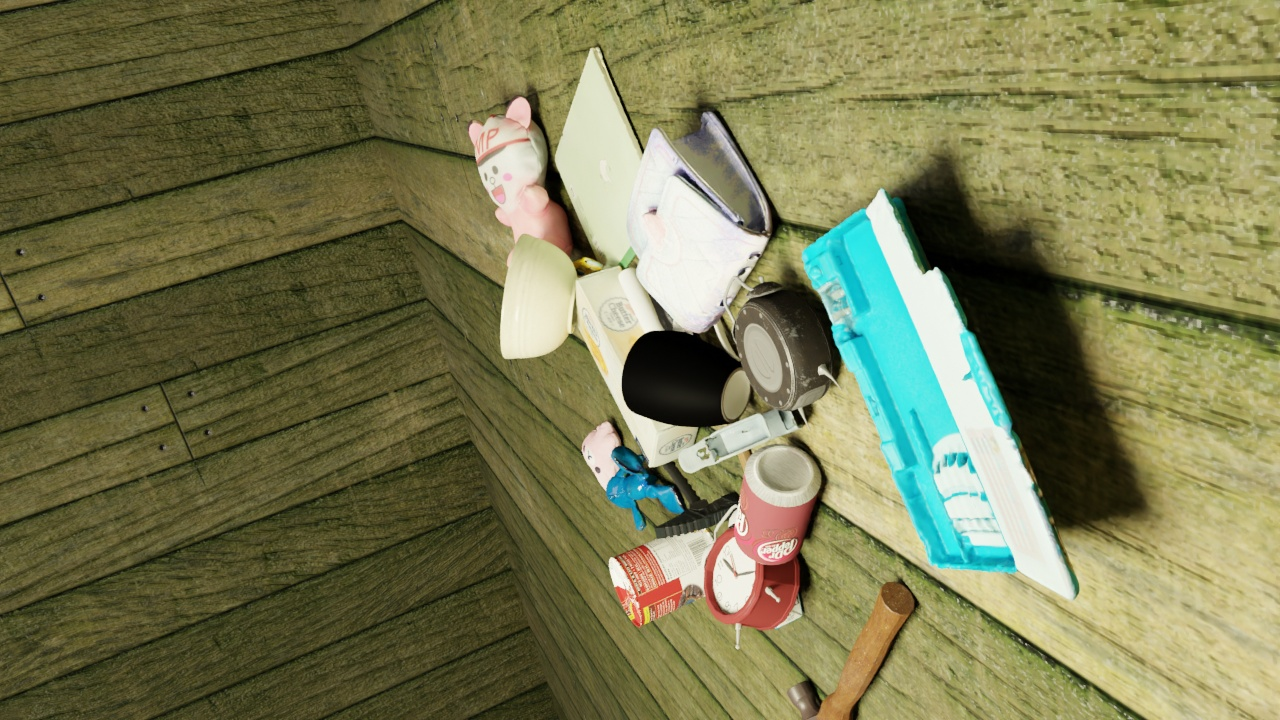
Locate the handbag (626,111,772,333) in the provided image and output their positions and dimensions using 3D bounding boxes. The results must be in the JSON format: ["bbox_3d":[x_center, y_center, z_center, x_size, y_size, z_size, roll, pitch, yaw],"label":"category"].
[{"bbox_3d":[0.044,-0.108,0.761,0.126,0.069,0.159,62,158,18],"label":"handbag"}]

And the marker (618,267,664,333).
[{"bbox_3d":[0.014,-0.041,0.984,0.023,0.027,0.133,104,144,-60],"label":"marker"}]

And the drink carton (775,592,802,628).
[{"bbox_3d":[0.117,0.226,0.943,0.129,0.038,0.044,29,136,62],"label":"drink carton"}]

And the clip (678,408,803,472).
[{"bbox_3d":[0.104,0.062,0.804,0.028,0.107,0.164,69,158,7],"label":"clip"}]

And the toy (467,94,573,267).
[{"bbox_3d":[-0.151,-0.221,1.177,0.142,0.084,0.213,-4,109,60],"label":"toy"}]

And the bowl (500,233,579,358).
[{"bbox_3d":[-0.112,-0.070,1.084,0.150,0.075,0.150,13,-95,-88],"label":"bowl"}]

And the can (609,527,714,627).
[{"bbox_3d":[0.034,0.252,1.088,0.086,0.116,0.087,56,158,37],"label":"can"}]

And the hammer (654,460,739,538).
[{"bbox_3d":[0.013,0.105,1.077,0.325,0.095,0.015,-129,24,-61],"label":"hammer"}]

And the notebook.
[{"bbox_3d":[-0.040,-0.196,1.002,0.182,0.010,0.253,68,162,7],"label":"notebook"}]

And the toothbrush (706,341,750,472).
[{"bbox_3d":[0.088,0.061,0.892,0.167,0.016,0.016,69,164,1],"label":"toothbrush"}]

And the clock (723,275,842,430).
[{"bbox_3d":[0.109,-0.013,0.702,0.122,0.043,0.091,63,161,22],"label":"clock"}]

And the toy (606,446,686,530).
[{"bbox_3d":[-0.011,0.160,1.206,0.113,0.071,0.177,59,162,-2],"label":"toy"}]

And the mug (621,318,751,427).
[{"bbox_3d":[0.051,0.005,0.846,0.100,0.084,0.119,14,85,35],"label":"mug"}]

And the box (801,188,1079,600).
[{"bbox_3d":[0.174,0.014,0.527,0.185,0.056,0.227,127,121,-81],"label":"box"}]

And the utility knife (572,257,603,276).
[{"bbox_3d":[-0.072,-0.116,1.134,0.163,0.030,0.017,177,108,-75],"label":"utility knife"}]

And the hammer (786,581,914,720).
[{"bbox_3d":[0.189,0.286,0.812,0.324,0.033,0.115,93,153,-49],"label":"hammer"}]

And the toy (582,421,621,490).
[{"bbox_3d":[-0.051,0.130,1.314,0.099,0.052,0.096,59,148,35],"label":"toy"}]

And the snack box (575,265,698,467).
[{"bbox_3d":[-0.006,0.006,1.030,0.207,0.057,0.104,62,165,23],"label":"snack box"}]

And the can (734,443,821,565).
[{"bbox_3d":[0.117,0.127,0.798,0.063,0.063,0.114,57,158,36],"label":"can"}]

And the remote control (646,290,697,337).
[{"bbox_3d":[0.036,-0.031,0.931,0.150,0.022,0.047,67,162,8],"label":"remote control"}]

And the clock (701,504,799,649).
[{"bbox_3d":[0.101,0.200,0.881,0.096,0.048,0.137,-58,32,27],"label":"clock"}]
